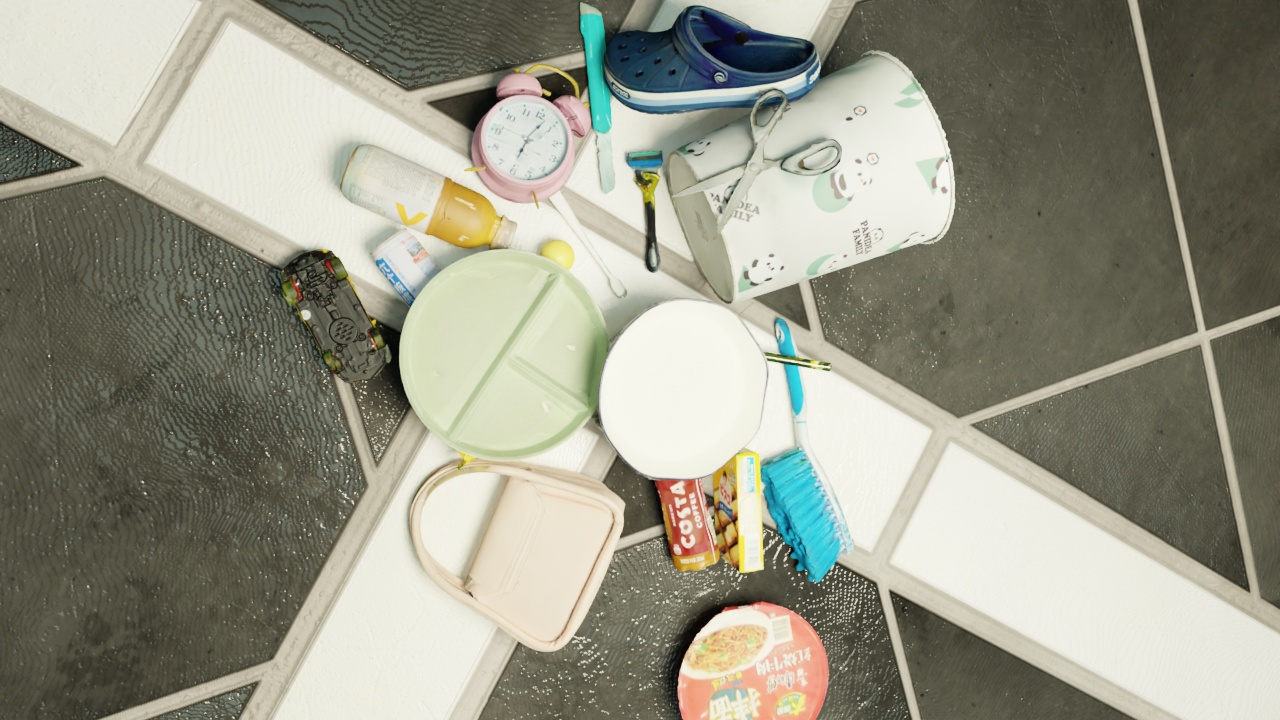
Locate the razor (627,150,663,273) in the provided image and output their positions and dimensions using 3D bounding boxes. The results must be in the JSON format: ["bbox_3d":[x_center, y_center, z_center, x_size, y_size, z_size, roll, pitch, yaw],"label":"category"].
[{"bbox_3d":[0.012,-0.175,1.090,0.043,0.022,0.143,-3,97,13],"label":"razor"}]

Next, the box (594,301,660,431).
[{"bbox_3d":[-0.008,0.004,1.067,0.162,0.076,0.087,-45,114,-5],"label":"box"}]

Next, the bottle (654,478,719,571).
[{"bbox_3d":[0.050,0.161,1.098,0.057,0.057,0.175,-14,96,-13],"label":"bottle"}]

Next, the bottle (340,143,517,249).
[{"bbox_3d":[-0.229,-0.172,1.007,0.189,0.068,0.068,22,87,-14],"label":"bottle"}]

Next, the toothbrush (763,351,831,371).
[{"bbox_3d":[0.140,-0.010,1.113,0.186,0.012,0.017,10,79,0],"label":"toothbrush"}]

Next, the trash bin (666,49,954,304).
[{"bbox_3d":[0.180,-0.192,1.035,0.252,0.229,0.229,-23,98,-6],"label":"trash bin"}]

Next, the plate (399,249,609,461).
[{"bbox_3d":[-0.146,-0.005,1.002,0.230,0.027,0.230,0,90,-17],"label":"plate"}]

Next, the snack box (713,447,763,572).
[{"bbox_3d":[0.116,0.174,1.100,0.033,0.087,0.140,-1,93,-14],"label":"snack box"}]

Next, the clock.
[{"bbox_3d":[-0.122,-0.256,1.028,0.117,0.060,0.158,25,81,-9],"label":"clock"}]

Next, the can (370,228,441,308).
[{"bbox_3d":[-0.238,-0.079,1.017,0.053,0.053,0.134,-39,101,-9],"label":"can"}]

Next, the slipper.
[{"bbox_3d":[0.067,-0.330,0.995,0.095,0.253,0.104,76,33,-44],"label":"slipper"}]

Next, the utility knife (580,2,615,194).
[{"bbox_3d":[-0.049,-0.305,1.072,0.029,0.013,0.222,-6,92,-15],"label":"utility knife"}]

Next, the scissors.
[{"bbox_3d":[0.117,-0.201,0.929,0.181,0.014,0.159,-5,73,7],"label":"scissors"}]

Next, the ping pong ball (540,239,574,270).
[{"bbox_3d":[-0.096,-0.119,1.056,0.040,0.040,0.040,-1,93,-14],"label":"ping pong ball"}]

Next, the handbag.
[{"bbox_3d":[-0.151,0.203,1.048,0.234,0.093,0.193,23,88,-6],"label":"handbag"}]

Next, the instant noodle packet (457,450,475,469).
[{"bbox_3d":[-0.179,0.046,1.034,0.110,0.044,0.128,-25,90,-14],"label":"instant noodle packet"}]

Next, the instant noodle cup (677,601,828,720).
[{"bbox_3d":[0.130,0.384,1.126,0.193,0.066,0.194,-1,94,-13],"label":"instant noodle cup"}]

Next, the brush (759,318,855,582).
[{"bbox_3d":[0.191,0.111,1.137,0.109,0.061,0.314,-25,96,-17],"label":"brush"}]

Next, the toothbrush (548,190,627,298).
[{"bbox_3d":[-0.070,-0.148,1.076,0.016,0.016,0.180,-37,98,-14],"label":"toothbrush"}]

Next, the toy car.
[{"bbox_3d":[-0.333,-0.047,1.001,0.071,0.041,0.156,-30,98,-11],"label":"toy car"}]

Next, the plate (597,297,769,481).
[{"bbox_3d":[0.044,0.031,1.027,0.204,0.045,0.205,-4,102,-19],"label":"plate"}]
